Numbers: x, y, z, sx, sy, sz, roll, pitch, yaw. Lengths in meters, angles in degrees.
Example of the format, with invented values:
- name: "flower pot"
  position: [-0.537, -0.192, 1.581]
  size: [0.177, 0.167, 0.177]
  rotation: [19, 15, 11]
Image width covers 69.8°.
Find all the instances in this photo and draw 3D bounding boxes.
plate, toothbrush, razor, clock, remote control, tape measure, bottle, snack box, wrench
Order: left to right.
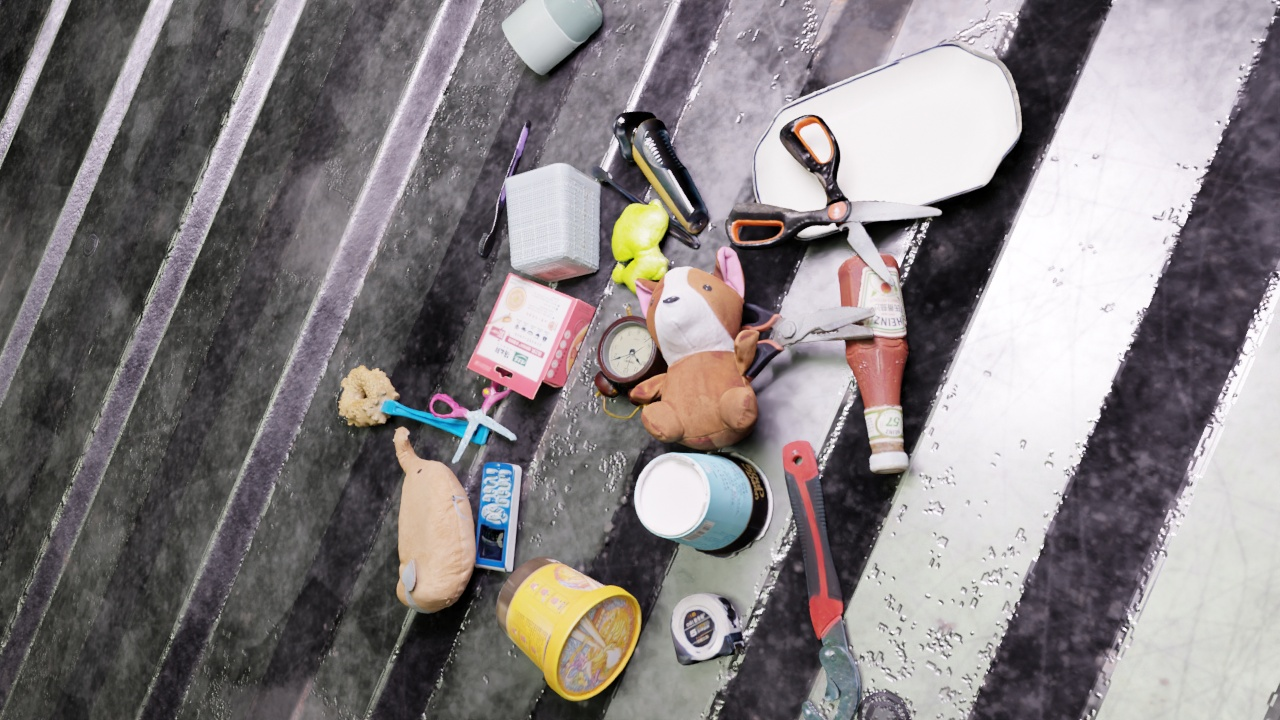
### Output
- name: "remote control"
  position: [-0.165, 0.182, 1.070]
  size: [0.049, 0.024, 0.125]
  rotation: [2, 83, 31]
- name: "toothbrush"
  position: [-0.175, -0.222, 1.184]
  size: [0.017, 0.014, 0.189]
  rotation: [15, 86, 45]
- name: "snack box"
  position: [-0.129, -0.026, 1.088]
  size: [0.113, 0.044, 0.127]
  rotation: [24, 89, 32]
- name: "clock"
  position: [-0.006, 0.006, 0.999]
  size: [0.082, 0.055, 0.122]
  rotation: [16, 83, 32]
- name: "toothbrush"
  position: [0.005, -0.179, 1.064]
  size: [0.181, 0.018, 0.016]
  rotation: [41, 105, 29]
- name: "razor"
  position: [0.025, -0.214, 1.044]
  size: [0.167, 0.062, 0.068]
  rotation: [60, 140, 21]
- name: "tape measure"
  position: [0.064, 0.264, 0.907]
  size: [0.066, 0.033, 0.066]
  rotation: [-19, 71, 24]
- name: "wrench"
  position: [0.168, 0.210, 0.869]
  size: [0.056, 0.016, 0.273]
  rotation: [-13, 72, 28]
- name: "bottle"
  position: [0.223, 0.002, 0.861]
  size: [0.060, 0.059, 0.205]
  rotation: [-11, 72, 28]
- name: "plate"
  position: [0.241, -0.212, 0.918]
  size: [0.266, 0.034, 0.162]
  rotation: [-16, 70, 27]

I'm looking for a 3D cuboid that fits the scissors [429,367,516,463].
- name: "scissors"
  position: [-0.199, 0.062, 1.109]
  size: [0.135, 0.017, 0.133]
  rotation: [20, 77, 22]

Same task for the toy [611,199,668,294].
- name: "toy"
  position: [-0.002, -0.130, 1.041]
  size: [0.097, 0.031, 0.100]
  rotation: [-35, 70, 24]

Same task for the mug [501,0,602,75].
- name: "mug"
  position: [-0.109, -0.433, 1.163]
  size: [0.106, 0.082, 0.111]
  rotation: [-35, 31, 20]

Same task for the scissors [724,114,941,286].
- name: "scissors"
  position: [0.178, -0.157, 0.895]
  size: [0.221, 0.021, 0.227]
  rotation: [-14, 65, 34]

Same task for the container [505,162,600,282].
- name: "container"
  position: [-0.102, -0.158, 1.079]
  size: [0.090, 0.089, 0.111]
  rotation: [-9, 76, 29]

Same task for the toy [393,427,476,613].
- name: "toy"
  position: [-0.250, 0.182, 1.085]
  size: [0.144, 0.082, 0.225]
  rotation: [-25, 65, 40]

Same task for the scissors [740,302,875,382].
- name: "scissors"
  position: [0.136, -0.015, 0.908]
  size: [0.205, 0.015, 0.199]
  rotation: [50, 119, 42]

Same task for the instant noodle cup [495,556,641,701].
- name: "instant noodle cup"
  position: [-0.079, 0.269, 0.948]
  size: [0.114, 0.118, 0.118]
  rotation: [22, 90, 40]

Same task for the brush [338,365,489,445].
- name: "brush"
  position: [-0.292, 0.066, 1.171]
  size: [0.255, 0.046, 0.083]
  rotation: [14, 81, 29]

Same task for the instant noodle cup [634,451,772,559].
- name: "instant noodle cup"
  position: [0.055, 0.135, 0.893]
  size: [0.111, 0.120, 0.111]
  rotation: [-8, 74, 29]

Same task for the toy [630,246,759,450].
- name: "toy"
  position: [0.052, -0.013, 0.905]
  size: [0.140, 0.130, 0.199]
  rotation: [-11, 62, 19]
